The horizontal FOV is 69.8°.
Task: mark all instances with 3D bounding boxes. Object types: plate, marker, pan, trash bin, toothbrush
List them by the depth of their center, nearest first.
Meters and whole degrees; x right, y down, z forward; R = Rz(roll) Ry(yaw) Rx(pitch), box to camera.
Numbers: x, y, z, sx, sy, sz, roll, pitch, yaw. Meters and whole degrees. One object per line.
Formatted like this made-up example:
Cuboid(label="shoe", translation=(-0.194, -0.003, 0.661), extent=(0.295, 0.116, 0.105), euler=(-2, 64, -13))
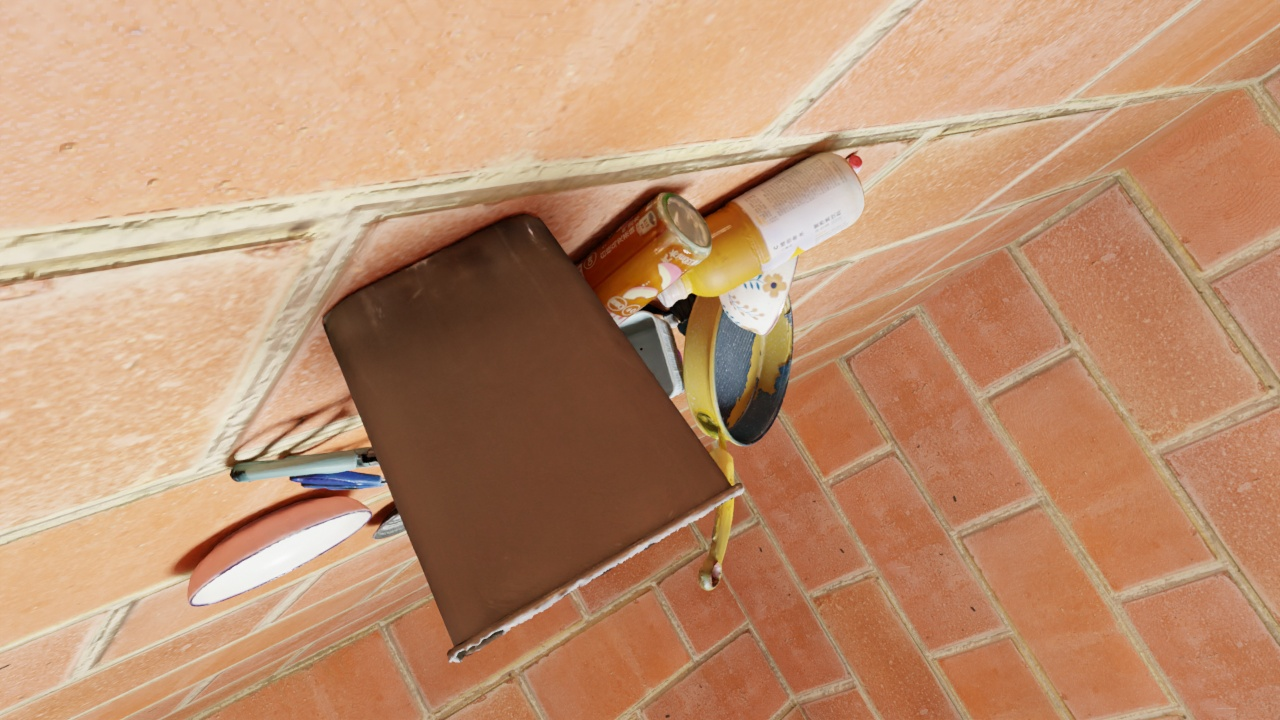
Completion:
Cuboid(label="trash bin", translation=(-0.079, 0.049, 0.598), extent=(0.198, 0.219, 0.199), euler=(-29, 170, -11))
Cuboid(label="marker", translation=(0.180, -0.158, 0.904), extent=(0.017, 0.017, 0.145), euler=(-26, 169, -22))
Cuboid(label="pan", translation=(0.095, 0.059, 0.936), extent=(0.078, 0.356, 0.198), euler=(6, 150, 32))
Cuboid(label="plate", translation=(-0.374, 0.188, 0.945), extent=(0.192, 0.039, 0.192), euler=(-29, 170, -6))
Cuboid(label="toothbrush", translation=(0.013, -0.050, 0.959), extent=(0.016, 0.018, 0.181), euler=(-26, 170, 14))
Cuboid(label="plate", translation=(-0.285, 0.190, 1.252), extent=(0.179, 0.024, 0.179), euler=(-29, 169, -6))

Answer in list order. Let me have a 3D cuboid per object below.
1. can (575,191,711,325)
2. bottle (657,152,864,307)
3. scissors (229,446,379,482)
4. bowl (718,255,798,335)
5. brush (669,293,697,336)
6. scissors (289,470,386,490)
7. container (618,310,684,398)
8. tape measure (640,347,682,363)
Cuboid(label="can", translation=(-0.016, -0.063, 0.694), extent=(0.148, 0.058, 0.057), euler=(-37, 168, 31))
Cuboid(label="bottle", translation=(0.094, -0.106, 0.769), extent=(0.189, 0.068, 0.068), euler=(-29, 170, -5))
Cuboid(label="scissors", translation=(-0.231, 0.078, 0.698), extent=(0.180, 0.019, 0.143), euler=(-7, 177, 31))
Cuboid(label="bowl", translation=(0.101, -0.086, 0.853), extent=(0.062, 0.113, 0.114), euler=(16, 161, -4))
Cuboid(label="brush", translation=(0.088, -0.044, 1.032), extent=(0.055, 0.073, 0.143), euler=(-26, 172, 30))
Cuboid(label="scissors", translation=(-0.231, 0.112, 0.842), extent=(0.172, 0.012, 0.133), euler=(11, 161, -33))
Cuboid(label="container", translation=(-0.006, 0.005, 0.934), extent=(0.090, 0.090, 0.111), euler=(-17, 175, 12))
Cuboid(label="tape measure", translation=(0.021, 0.004, 1.123), extent=(0.057, 0.057, 0.039), euler=(-11, 168, -20))
